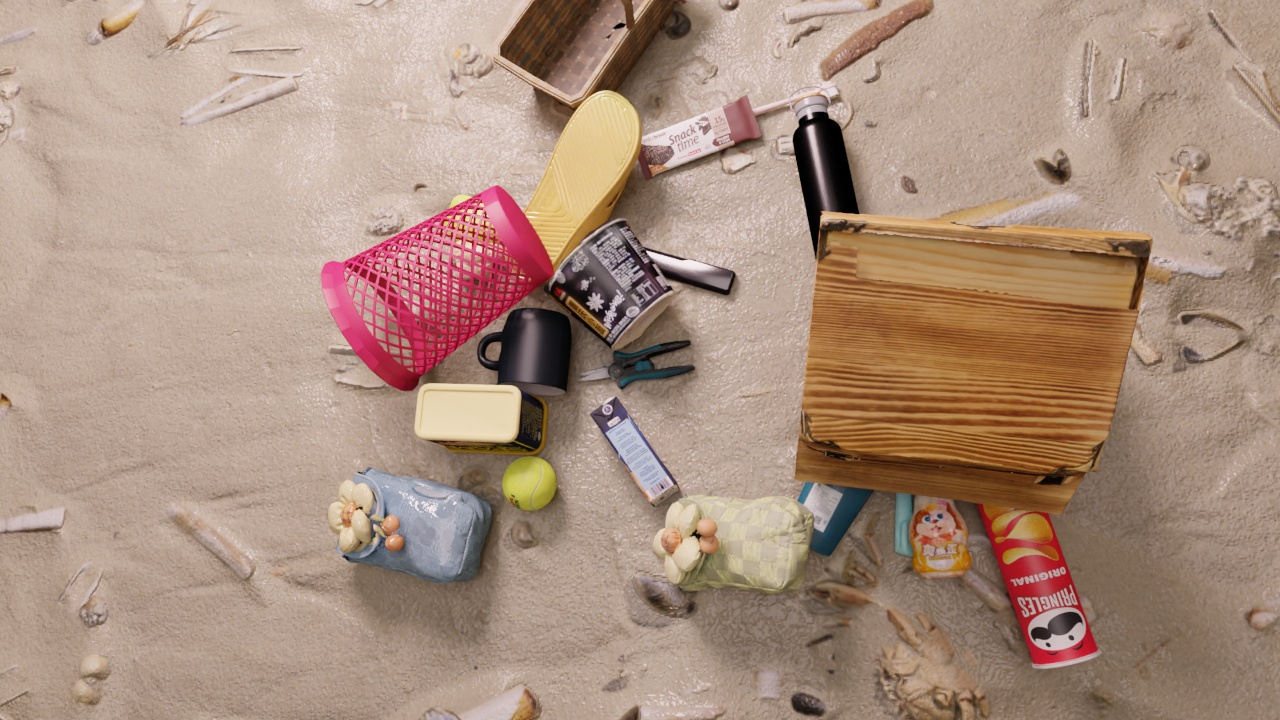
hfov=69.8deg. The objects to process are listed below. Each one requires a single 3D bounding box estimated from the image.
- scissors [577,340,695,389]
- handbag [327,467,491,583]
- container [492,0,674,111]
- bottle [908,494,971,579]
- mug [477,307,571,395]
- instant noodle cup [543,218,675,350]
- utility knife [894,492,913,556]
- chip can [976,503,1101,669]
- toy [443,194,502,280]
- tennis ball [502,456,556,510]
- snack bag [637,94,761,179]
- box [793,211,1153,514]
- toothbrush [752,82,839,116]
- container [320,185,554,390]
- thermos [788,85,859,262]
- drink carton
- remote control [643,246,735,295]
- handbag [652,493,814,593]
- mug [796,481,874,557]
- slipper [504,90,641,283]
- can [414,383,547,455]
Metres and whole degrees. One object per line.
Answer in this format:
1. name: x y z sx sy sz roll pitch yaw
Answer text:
1. scissors: -0.002 0.012 1.135 0.140 0.019 0.128 33 87 17
2. handbag: -0.283 0.199 1.099 0.192 0.118 0.121 12 81 18
3. container: -0.067 -0.449 1.157 0.157 0.186 0.250 34 86 15
4. bottle: 0.327 0.184 1.013 0.063 0.063 0.108 -7 77 9
5. mug: -0.146 -0.011 1.135 0.122 0.085 0.094 1 78 18
6. instant noodle cup: -0.031 -0.085 1.108 0.137 0.137 0.112 -42 83 0
7. utility knife: 0.303 0.134 1.052 0.022 0.016 0.179 1 80 10
8. chip can: 0.418 0.211 0.987 0.069 0.069 0.220 -17 75 7
9. toy: -0.215 -0.161 1.199 0.092 0.046 0.115 3 86 12
10. tennis ball: -0.134 0.148 1.107 0.065 0.065 0.065 -2 78 10
11. snack bag: 0.070 -0.285 1.174 0.158 0.013 0.057 -18 96 10
12. box: 0.300 -0.013 0.886 0.279 0.316 0.281 7 55 9
13. toothbrush: 0.164 -0.320 1.175 0.181 0.015 0.018 -16 82 7
14. container: -0.233 -0.099 1.106 0.226 0.183 0.183 -31 74 8
15. thermos: 0.224 -0.231 1.120 0.061 0.061 0.231 -10 77 8
16. drink carton: -0.007 0.108 1.092 0.040 0.064 0.130 -35 75 -4
17. remote control: 0.051 -0.116 1.153 0.136 0.015 0.032 17 82 14
18. handbag: 0.093 0.198 1.010 0.187 0.116 0.113 -10 70 43
19. mug: 0.216 0.155 1.037 0.078 0.078 0.121 29 89 15
20. slipper: -0.078 -0.212 1.170 0.099 0.078 0.264 39 104 15
21. can: -0.193 0.071 1.114 0.135 0.104 0.075 1 78 11
